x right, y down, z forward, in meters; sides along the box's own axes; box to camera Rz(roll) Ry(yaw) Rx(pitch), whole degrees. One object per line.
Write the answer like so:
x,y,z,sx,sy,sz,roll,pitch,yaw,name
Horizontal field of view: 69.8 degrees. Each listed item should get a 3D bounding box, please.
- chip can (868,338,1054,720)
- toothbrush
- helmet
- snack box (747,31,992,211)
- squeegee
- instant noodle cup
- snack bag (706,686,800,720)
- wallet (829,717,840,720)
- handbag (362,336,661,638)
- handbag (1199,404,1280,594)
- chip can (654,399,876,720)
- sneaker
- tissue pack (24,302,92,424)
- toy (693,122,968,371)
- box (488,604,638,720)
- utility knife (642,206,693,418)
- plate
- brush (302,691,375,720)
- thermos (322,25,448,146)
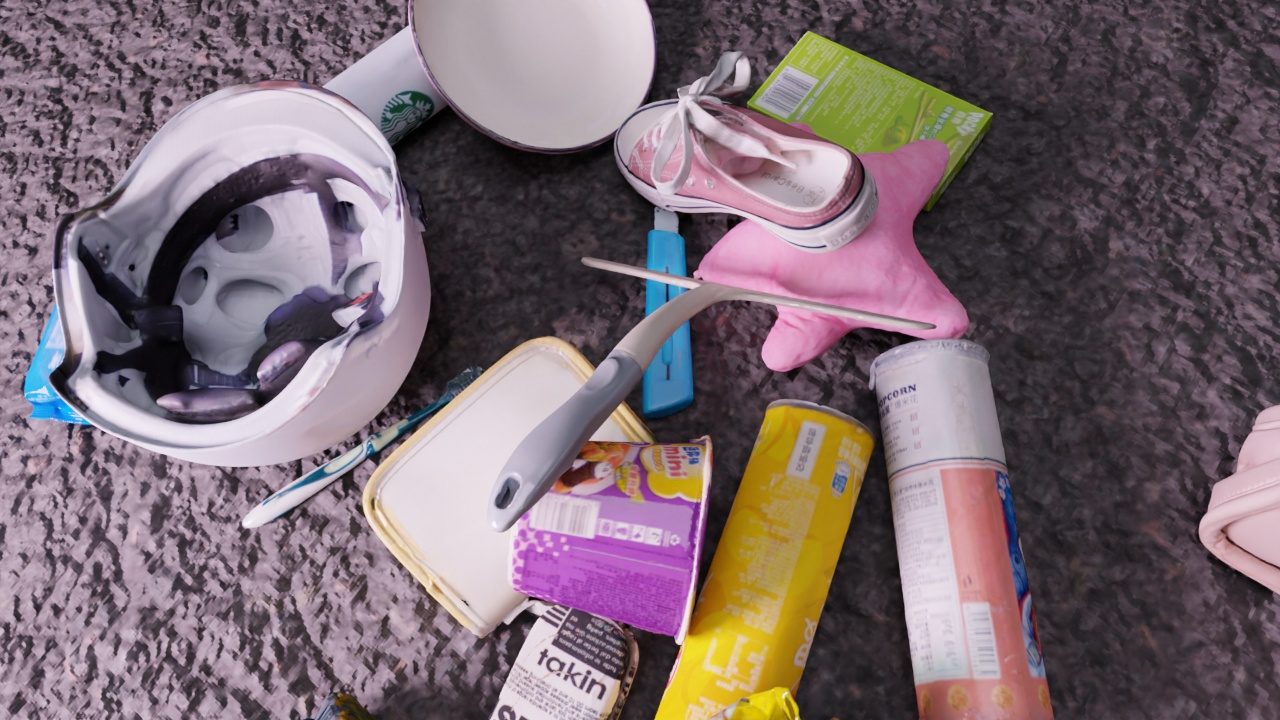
0.179,0.098,0.523,0.071,0.071,0.214,-4,65,6,chip can
-0.186,0.058,0.623,0.191,0.018,0.016,-33,66,-8,toothbrush
-0.239,-0.043,0.606,0.229,0.146,0.258,-13,60,1,helmet
0.166,-0.179,0.676,0.156,0.026,0.085,32,74,20,snack box
-0.003,0.003,0.500,0.247,0.039,0.245,15,40,32,squeegee
-0.017,0.091,0.502,0.099,0.112,0.111,8,67,3,instant noodle cup
0.014,0.283,0.415,0.246,0.068,0.158,-37,84,-2,snack bag
0.124,0.267,0.479,0.131,0.035,0.119,38,81,21,wallet
-0.058,0.097,0.573,0.163,0.063,0.178,-42,82,-11,handbag
0.398,0.073,0.412,0.193,0.234,0.093,30,74,19,handbag
0.071,0.130,0.524,0.072,0.072,0.213,17,69,15,chip can
0.049,-0.143,0.599,0.118,0.088,0.241,-49,40,-4,sneaker
-0.376,-0.023,0.668,0.095,0.052,0.157,1,66,11,tissue pack
0.120,-0.083,0.615,0.179,0.074,0.194,-8,63,18,toy
-0.056,0.214,0.503,0.074,0.064,0.164,21,80,-1,box
0.018,-0.039,0.638,0.034,0.018,0.165,-4,64,7,utility knife
-0.082,-0.245,0.700,0.192,0.039,0.192,4,81,-22,plate
-0.155,0.249,0.495,0.073,0.055,0.144,-46,46,-9,brush
-0.200,-0.204,0.718,0.224,0.073,0.073,-40,67,-11,thermos
